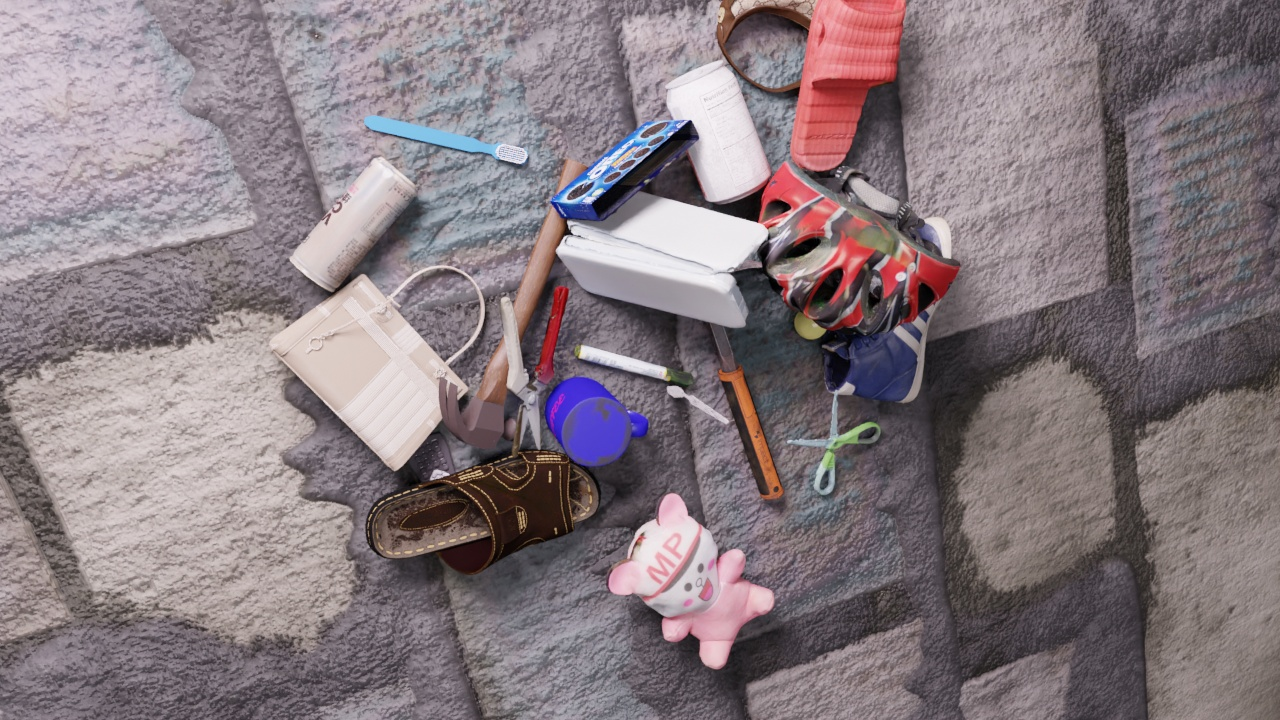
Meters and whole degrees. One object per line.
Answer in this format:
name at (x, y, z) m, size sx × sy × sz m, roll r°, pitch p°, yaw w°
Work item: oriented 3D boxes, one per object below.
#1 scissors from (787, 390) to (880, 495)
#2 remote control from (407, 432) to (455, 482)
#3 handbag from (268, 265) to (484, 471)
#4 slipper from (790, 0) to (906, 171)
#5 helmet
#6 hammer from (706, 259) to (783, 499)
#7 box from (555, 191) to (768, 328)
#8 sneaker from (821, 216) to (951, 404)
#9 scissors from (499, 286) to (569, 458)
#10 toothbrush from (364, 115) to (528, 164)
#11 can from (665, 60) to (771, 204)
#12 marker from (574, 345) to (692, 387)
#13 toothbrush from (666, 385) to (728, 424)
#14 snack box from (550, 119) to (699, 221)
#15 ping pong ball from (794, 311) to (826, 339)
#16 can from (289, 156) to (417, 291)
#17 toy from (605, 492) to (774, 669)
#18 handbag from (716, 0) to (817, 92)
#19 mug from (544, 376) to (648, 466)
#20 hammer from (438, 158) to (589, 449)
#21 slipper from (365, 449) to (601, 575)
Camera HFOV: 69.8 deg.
scissors at (0.239, 0.108, 1.142) m, size 0.171 × 0.023 × 0.168 m, roll 2°, pitch 123°, yaw -36°
remote control at (-0.222, 0.140, 1.028) m, size 0.046 × 0.009 × 0.124 m, roll -23°, pitch 110°, yaw -11°
handbag at (-0.248, -0.017, 0.963) m, size 0.197 × 0.062 × 0.175 m, roll -44°, pitch 113°, yaw -12°
slipper at (0.228, -0.313, 0.988) m, size 0.103 × 0.059 × 0.249 m, roll -4°, pitch 126°, yaw -25°
helmet at (0.219, -0.116, 0.972) m, size 0.217 × 0.271 × 0.167 m, roll 32°, pitch 102°, yaw 6°
hammer at (0.125, 0.026, 1.101) m, size 0.137 × 0.035 × 0.314 m, roll -25°, pitch 111°, yaw -11°
box at (0.030, -0.125, 0.952) m, size 0.124 × 0.216 × 0.106 m, roll -67°, pitch 153°, yaw -15°
sneaker at (0.284, -0.060, 1.104) m, size 0.118 × 0.091 × 0.233 m, roll 0°, pitch 113°, yaw -16°
scissors at (-0.117, 0.004, 0.986) m, size 0.187 × 0.015 × 0.179 m, roll -56°, pitch 142°, yaw -14°
toothbrush at (-0.196, -0.225, 0.937) m, size 0.166 × 0.014 × 0.016 m, roll 9°, pitch 101°, yaw -20°
can at (0.083, -0.244, 0.989) m, size 0.078 × 0.078 × 0.136 m, roll -29°, pitch 111°, yaw -9°
marker at (-0.006, 0.006, 1.060) m, size 0.146 × 0.017 × 0.017 m, roll 15°, pitch 99°, yaw -22°
toothbrush at (0.060, 0.048, 1.004) m, size 0.010 × 0.181 × 0.010 m, roll -4°, pitch 100°, yaw -15°
snack box at (-0.016, -0.198, 0.948) m, size 0.150 × 0.082 × 0.027 m, roll -43°, pitch 122°, yaw -21°
ping pong ball at (0.205, -0.045, 1.103) m, size 0.040 × 0.040 × 0.040 m, roll -5°, pitch 106°, yaw -17°
can at (-0.283, -0.136, 0.910) m, size 0.054 × 0.054 × 0.135 m, roll 41°, pitch 90°, yaw -23°
toy at (0.061, 0.271, 1.118) m, size 0.142 × 0.084 × 0.213 m, roll -48°, pitch 115°, yaw -4°
handbag at (0.163, -0.364, 1.002) m, size 0.166 × 0.063 × 0.139 m, roll 14°, pitch 116°, yaw -25°
mug at (-0.044, 0.069, 1.027) m, size 0.111 × 0.083 × 0.079 m, roll 6°, pitch 102°, yaw -20°
hammer at (-0.125, -0.059, 0.984) m, size 0.115 × 0.033 × 0.323 m, roll 18°, pitch 94°, yaw -48°
slipper at (-0.164, 0.169, 1.011) m, size 0.267 × 0.076 × 0.113 m, roll -8°, pitch 107°, yaw -24°
